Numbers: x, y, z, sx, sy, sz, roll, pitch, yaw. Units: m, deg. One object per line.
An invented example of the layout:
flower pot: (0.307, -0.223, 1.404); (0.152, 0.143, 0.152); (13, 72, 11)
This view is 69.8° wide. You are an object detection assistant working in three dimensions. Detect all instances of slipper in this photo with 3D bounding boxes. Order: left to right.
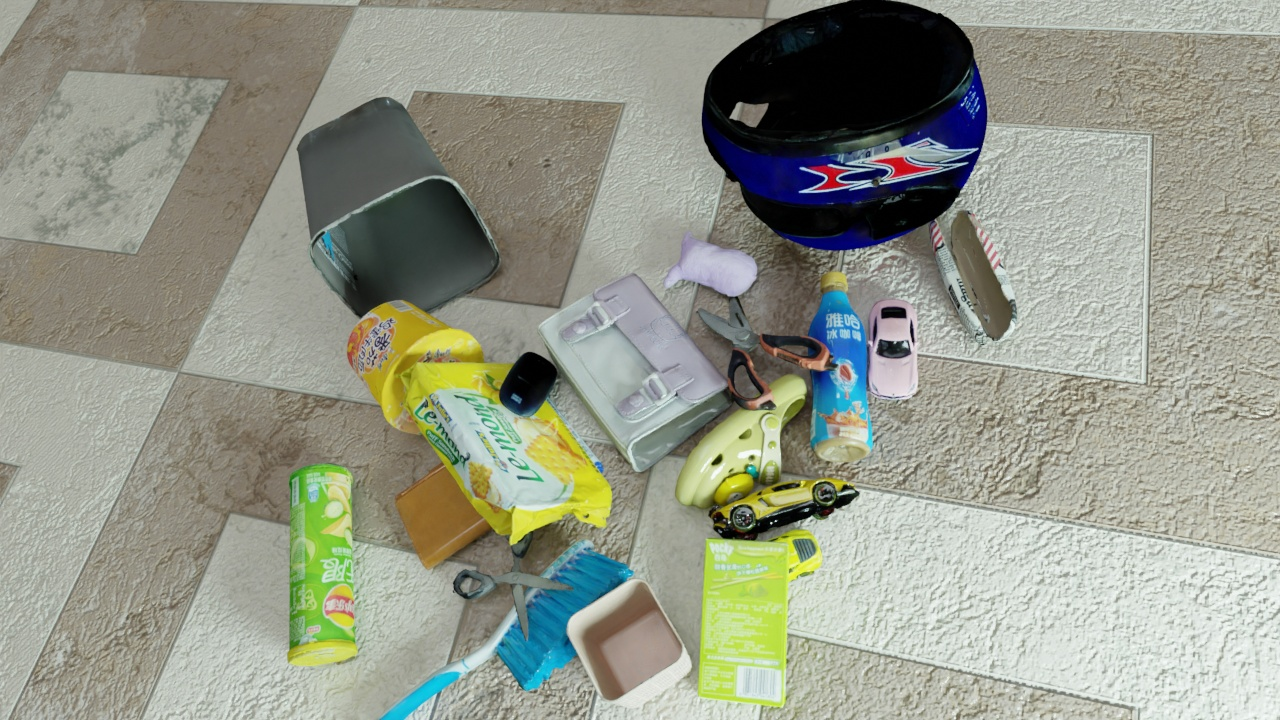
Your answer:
slipper: (0.121, 0.095, 0.976); (0.190, 0.092, 0.081); (-41, 65, -13)

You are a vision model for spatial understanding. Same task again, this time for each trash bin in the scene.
trash bin: (-0.322, -0.196, 1.168); (0.198, 0.199, 0.219); (-29, 55, -3)

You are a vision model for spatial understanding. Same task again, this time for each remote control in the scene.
remote control: (-0.125, 0.021, 1.054); (0.053, 0.136, 0.024); (32, 116, -6)

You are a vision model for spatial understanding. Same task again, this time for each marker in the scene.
marker: (-0.089, 0.078, 1.070); (0.017, 0.017, 0.146); (-37, 62, -8)

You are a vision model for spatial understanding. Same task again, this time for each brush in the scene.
brush: (-0.146, 0.307, 0.951); (0.109, 0.060, 0.314); (37, 79, 31)

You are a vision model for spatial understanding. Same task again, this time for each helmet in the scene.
helmet: (0.222, -0.240, 1.029); (0.315, 0.241, 0.247); (-19, 57, -7)

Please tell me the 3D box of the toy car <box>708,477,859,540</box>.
toy car: (0.148, 0.152, 0.950); (0.156, 0.071, 0.041); (-16, 65, 2)

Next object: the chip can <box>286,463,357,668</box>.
chip can: (-0.356, 0.223, 1.024); (0.072, 0.072, 0.221); (-14, 62, 5)

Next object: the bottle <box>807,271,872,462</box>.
bottle: (0.218, 0.002, 1.014); (0.065, 0.065, 0.218); (-2, 62, 11)

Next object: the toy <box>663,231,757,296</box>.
toy: (0.088, -0.111, 1.113); (0.108, 0.039, 0.083); (19, 69, 18)

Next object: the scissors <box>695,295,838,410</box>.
scissors: (0.128, -0.014, 1.016); (0.222, 0.015, 0.189); (6, 43, 33)

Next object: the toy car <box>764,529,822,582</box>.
toy car: (0.135, 0.208, 0.947); (0.105, 0.032, 0.048); (-22, 62, 3)

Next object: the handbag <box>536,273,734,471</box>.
handbag: (-0.006, 0.006, 1.047); (0.144, 0.098, 0.197); (-33, 62, -11)

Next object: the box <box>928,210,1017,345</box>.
box: (0.358, -0.090, 1.030); (0.081, 0.075, 0.163); (-11, 63, -5)

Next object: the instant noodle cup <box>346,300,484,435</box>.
instant noodle cup: (-0.274, 0.001, 1.089); (0.110, 0.138, 0.138); (34, 75, 33)

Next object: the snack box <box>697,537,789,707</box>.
snack box: (0.103, 0.257, 0.912); (0.086, 0.026, 0.156); (0, 78, 13)

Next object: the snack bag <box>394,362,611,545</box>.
snack bag: (-0.148, 0.096, 1.005); (0.246, 0.157, 0.068); (49, 118, 29)

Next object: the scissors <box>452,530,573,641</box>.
scissors: (-0.136, 0.229, 0.966); (0.160, 0.014, 0.180); (-28, 34, 18)

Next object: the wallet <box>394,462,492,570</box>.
wallet: (-0.209, 0.160, 1.046); (0.132, 0.031, 0.107); (-34, 61, -3)

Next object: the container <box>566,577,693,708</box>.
container: (-0.005, 0.281, 0.895); (0.090, 0.111, 0.090); (-32, 62, -5)

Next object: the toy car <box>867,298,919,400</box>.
toy car: (0.282, -0.014, 1.024); (0.056, 0.037, 0.122); (0, 65, 14)
